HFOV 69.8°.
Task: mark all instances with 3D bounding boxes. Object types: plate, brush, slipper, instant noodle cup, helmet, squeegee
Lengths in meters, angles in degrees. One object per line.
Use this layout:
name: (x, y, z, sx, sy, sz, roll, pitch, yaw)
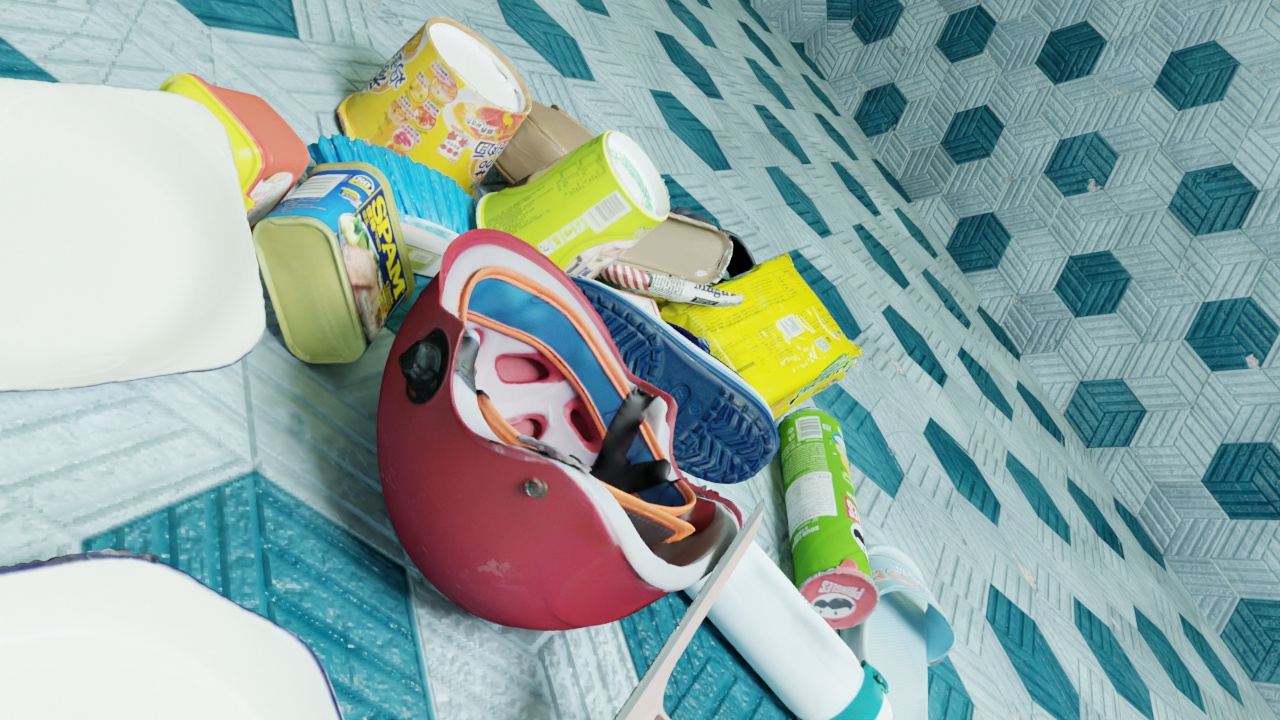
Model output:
plate: (-0.189, 0.167, 0.315, 0.205, 0.046, 0.204, 37, 28, -23)
brush: (-0.125, -0.079, 0.743, 0.314, 0.061, 0.109, 17, 46, -51)
slipper: (0.235, 0.246, 0.832, 0.104, 0.074, 0.244, 44, 28, -8)
instant noodle cup: (-0.046, -0.115, 0.722, 0.111, 0.124, 0.111, 41, 32, -33)
helmet: (-0.071, 0.053, 0.538, 0.206, 0.144, 0.240, 20, 34, -57)
instant noodle cup: (-0.167, -0.214, 0.784, 0.138, 0.110, 0.137, 36, 30, -25)
plate: (-0.277, -0.059, 0.446, 0.163, 0.034, 0.164, -6, 71, -36)
squeegee: (0.047, 0.249, 0.533, 0.247, 0.040, 0.249, -51, 123, -25)
slipper: (-0.004, 0.004, 0.710, 0.253, 0.105, 0.095, 29, 19, -9)
slipper: (0.102, -0.097, 1.078, 0.110, 0.083, 0.267, 30, 33, -37)

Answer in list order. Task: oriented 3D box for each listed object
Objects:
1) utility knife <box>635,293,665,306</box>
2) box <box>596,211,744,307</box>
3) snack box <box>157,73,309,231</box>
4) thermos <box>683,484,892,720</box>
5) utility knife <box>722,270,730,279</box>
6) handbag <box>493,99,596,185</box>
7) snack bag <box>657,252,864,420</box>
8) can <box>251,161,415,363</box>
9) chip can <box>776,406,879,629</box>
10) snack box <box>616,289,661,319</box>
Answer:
utility knife: (-0.011, -0.053, 0.905, 0.201, 0.033, 0.015, -9, 66, -56)
box: (0.024, -0.090, 0.828, 0.162, 0.076, 0.086, 12, 24, -33)
snack box: (-0.252, -0.114, 0.547, 0.082, 0.091, 0.080, 48, 19, 0)
thermos: (0.100, 0.197, 0.692, 0.224, 0.073, 0.073, 49, 26, -2)
utility knife: (0.018, -0.129, 1.007, 0.182, 0.013, 0.029, 24, 47, -6)
handbag: (-0.060, -0.166, 0.909, 0.204, 0.100, 0.147, 41, 20, -16)
snack bag: (0.124, -0.021, 0.948, 0.245, 0.068, 0.158, -26, 77, -42)
can: (-0.187, -0.059, 0.566, 0.083, 0.057, 0.102, -76, 163, -56)
chip can: (0.174, 0.141, 0.879, 0.072, 0.072, 0.235, 39, 28, -20)
snack box: (0.007, 0.015, 0.803, 0.077, 0.027, 0.155, 6, 61, -57)
